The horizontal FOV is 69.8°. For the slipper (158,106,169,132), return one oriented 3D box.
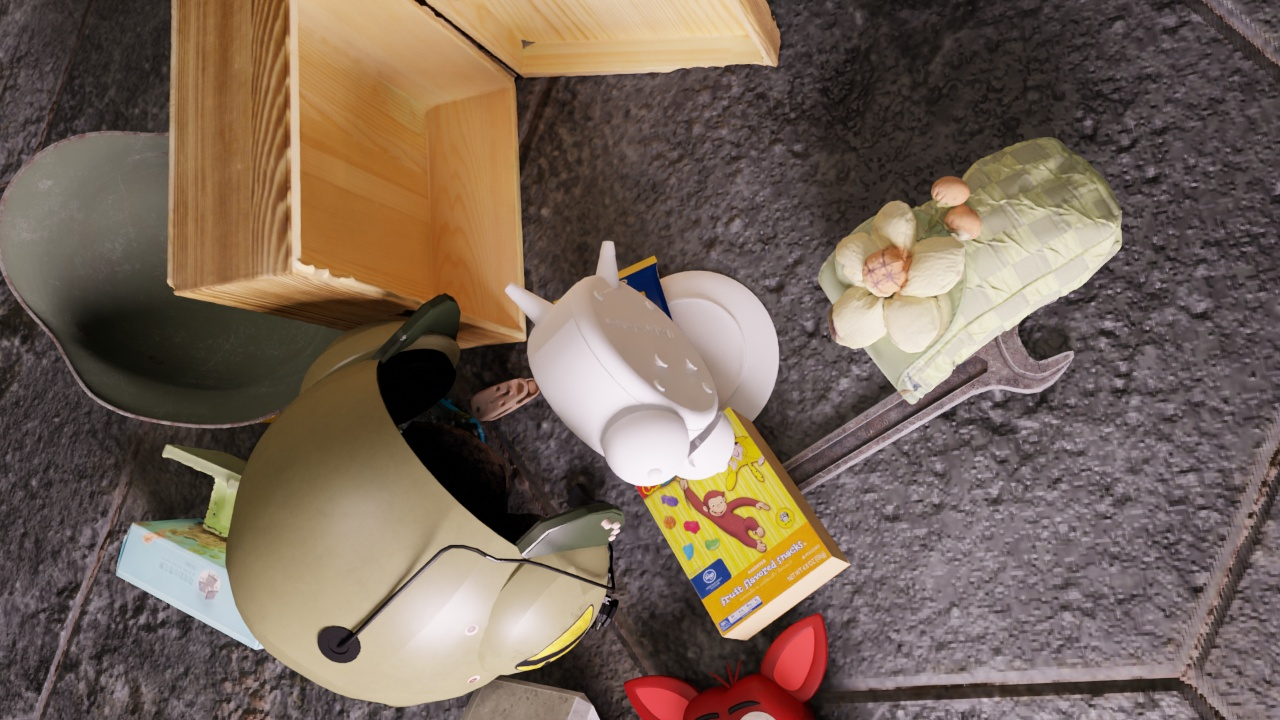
[{"bbox_3d":[-0.406,-0.174,0.859,0.264,0.063,0.111,-46,71,24],"label":"slipper"}]

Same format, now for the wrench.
[{"bbox_3d":[0.168,0.043,0.632,0.274,0.010,0.070,-34,73,15],"label":"wrench"}]

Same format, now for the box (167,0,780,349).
[{"bbox_3d":[-0.085,-0.181,0.617,0.337,0.279,0.286,-9,81,22],"label":"box"}]

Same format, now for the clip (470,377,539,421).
[{"bbox_3d":[-0.107,0.029,0.739,0.061,0.049,0.025,-42,67,55],"label":"clip"}]

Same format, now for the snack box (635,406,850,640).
[{"bbox_3d":[0.067,0.110,0.627,0.088,0.040,0.125,-40,57,12],"label":"snack box"}]

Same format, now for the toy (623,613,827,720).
[{"bbox_3d":[0.080,0.283,0.588,0.159,0.120,0.197,-27,67,19],"label":"toy"}]

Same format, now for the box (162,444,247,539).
[{"bbox_3d":[-0.307,0.135,0.759,0.188,0.098,0.082,16,90,26],"label":"box"}]

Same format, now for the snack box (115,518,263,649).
[{"bbox_3d":[-0.357,0.188,0.788,0.175,0.075,0.053,16,90,23],"label":"snack box"}]

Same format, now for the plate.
[{"bbox_3d":[0.036,-0.002,0.689,0.135,0.011,0.134,-3,83,21],"label":"plate"}]

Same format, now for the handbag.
[{"bbox_3d":[0.197,-0.069,0.571,0.187,0.117,0.113,-38,58,14],"label":"handbag"}]

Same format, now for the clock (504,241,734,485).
[{"bbox_3d":[-0.004,0.004,0.595,0.073,0.125,0.161,-43,67,22],"label":"clock"}]

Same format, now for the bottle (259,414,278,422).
[{"bbox_3d":[-0.284,0.032,0.794,0.144,0.043,0.043,-2,83,21],"label":"bottle"}]

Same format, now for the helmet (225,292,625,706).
[{"bbox_3d":[-0.137,0.106,0.602,0.233,0.255,0.250,-44,71,9],"label":"helmet"}]

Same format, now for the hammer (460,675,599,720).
[{"bbox_3d":[-0.100,0.368,0.529,0.083,0.163,0.316,3,42,22],"label":"hammer"}]

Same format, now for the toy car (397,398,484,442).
[{"bbox_3d":[-0.164,0.054,0.750,0.105,0.032,0.048,27,94,36],"label":"toy car"}]

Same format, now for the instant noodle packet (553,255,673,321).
[{"bbox_3d":[-0.006,-0.001,0.684,0.087,0.026,0.134,-23,76,14],"label":"instant noodle packet"}]

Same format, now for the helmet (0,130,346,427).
[{"bbox_3d":[-0.370,-0.074,0.762,0.267,0.154,0.227,26,88,-15],"label":"helmet"}]
